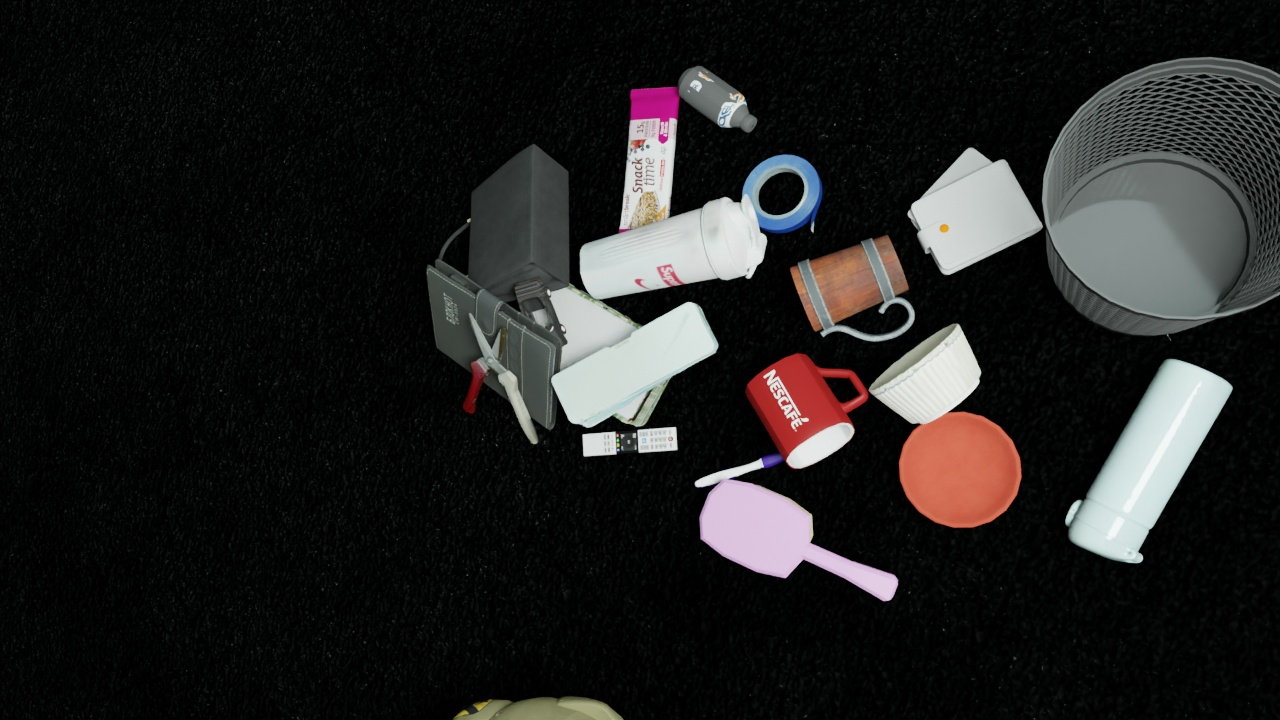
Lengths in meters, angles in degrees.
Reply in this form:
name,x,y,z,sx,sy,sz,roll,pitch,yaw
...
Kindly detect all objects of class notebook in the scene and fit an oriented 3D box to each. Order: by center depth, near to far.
name,x,y,z,sx,sy,sz,roll,pitch,yaw
notebook,-0.185,-0.021,1.157,0.209,0.170,0.029,31,52,19

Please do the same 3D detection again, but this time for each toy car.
name,x,y,z,sx,sy,sz,roll,pitch,yaw
toy car,-0.123,-0.054,1.120,0.040,0.037,0.092,-14,110,17

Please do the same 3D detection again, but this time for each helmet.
name,x,y,z,sx,sy,sz,roll,pitch,yaw
helmet,-0.100,0.475,0.991,0.233,0.255,0.250,-31,76,19

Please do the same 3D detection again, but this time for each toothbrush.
name,x,y,z,sx,sy,sz,roll,pitch,yaw
toothbrush,0.149,0.118,1.072,0.187,0.016,0.015,-21,75,19

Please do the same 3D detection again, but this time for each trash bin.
name,x,y,z,sx,sy,sz,roll,pitch,yaw
trash bin,0.487,-0.129,0.853,0.218,0.227,0.217,-2,83,21

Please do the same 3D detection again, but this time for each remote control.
name,x,y,z,sx,sy,sz,roll,pitch,yaw
remote control,-0.013,0.101,1.139,0.124,0.011,0.028,-6,82,21

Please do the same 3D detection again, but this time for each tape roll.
name,x,y,z,sx,sy,sz,roll,pitch,yaw
tape roll,0.169,-0.199,1.097,0.093,0.016,0.091,7,87,22

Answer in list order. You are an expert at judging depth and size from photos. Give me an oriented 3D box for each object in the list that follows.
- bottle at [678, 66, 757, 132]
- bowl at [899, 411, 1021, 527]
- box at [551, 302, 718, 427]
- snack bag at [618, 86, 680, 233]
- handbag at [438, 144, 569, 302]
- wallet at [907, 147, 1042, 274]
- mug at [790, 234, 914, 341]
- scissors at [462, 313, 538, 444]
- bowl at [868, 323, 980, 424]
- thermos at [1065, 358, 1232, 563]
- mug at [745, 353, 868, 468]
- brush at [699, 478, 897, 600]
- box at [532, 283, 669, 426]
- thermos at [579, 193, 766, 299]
name,x,y,z,sx,sy,sz,roll,pitch,yaw
bottle,0.095,-0.317,1.123,0.112,0.047,0.047,41,99,20
bowl,0.343,0.117,0.986,0.122,0.035,0.122,-2,83,21
box,-0.006,0.007,1.076,0.199,0.067,0.083,-30,54,13
snack bag,0.011,-0.250,1.165,0.070,0.016,0.196,4,86,23
handbag,-0.192,-0.156,1.193,0.196,0.072,0.175,-19,60,29
wallet,0.358,-0.168,1.010,0.118,0.037,0.115,-26,76,13
mug,0.241,-0.073,1.030,0.111,0.081,0.117,-22,95,14
scissors,-0.180,0.032,1.158,0.179,0.015,0.199,48,140,-8
bowl,0.308,0.020,0.975,0.115,0.115,0.062,-39,87,13
thermos,0.501,0.103,0.910,0.078,0.065,0.207,33,97,44
mug,0.190,0.048,1.020,0.116,0.080,0.096,-33,60,8
brush,0.179,0.208,1.036,0.229,0.043,0.089,22,92,22
box,-0.057,-0.013,1.150,0.205,0.050,0.117,29,92,21
thermos,0.039,-0.130,1.107,0.221,0.099,0.099,-11,80,25
